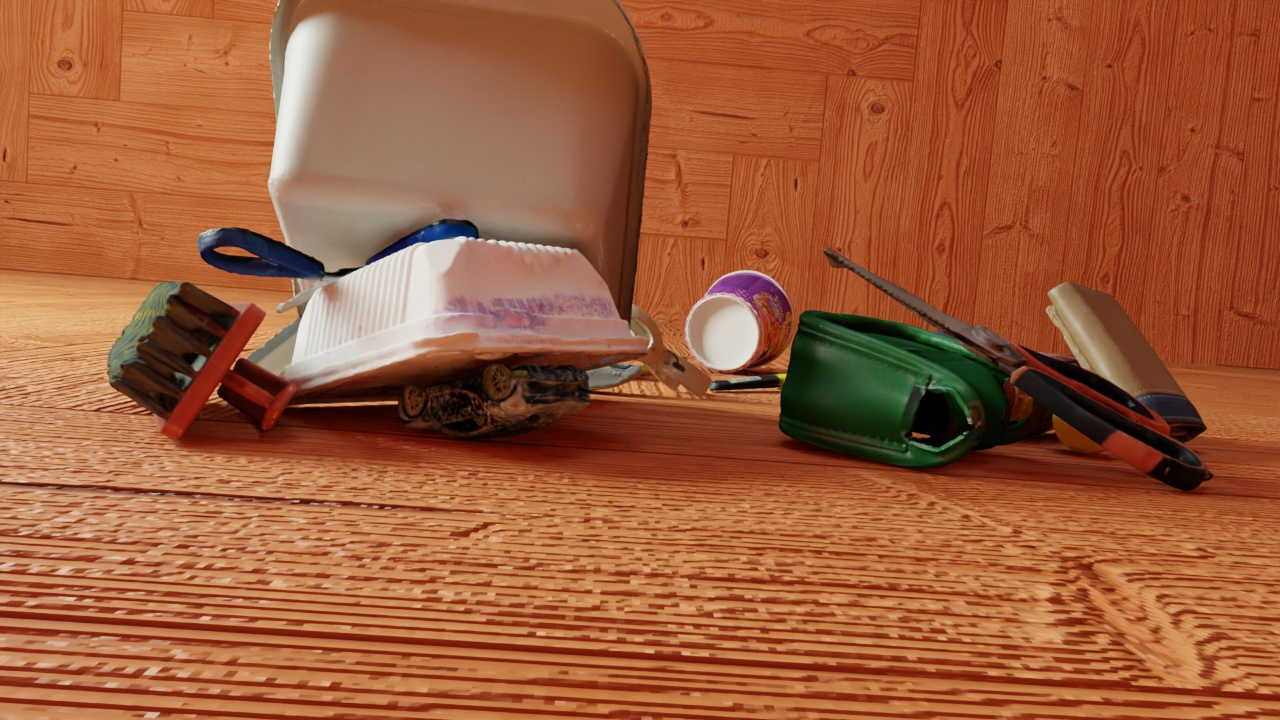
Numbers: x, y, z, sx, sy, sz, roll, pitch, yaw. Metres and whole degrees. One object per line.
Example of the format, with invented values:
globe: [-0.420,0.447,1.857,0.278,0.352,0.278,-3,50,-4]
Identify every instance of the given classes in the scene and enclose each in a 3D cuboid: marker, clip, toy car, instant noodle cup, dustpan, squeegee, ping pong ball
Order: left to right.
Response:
instant noodle cup: [-0.096,-0.017,0.471,0.174,0.060,0.137,-11,-7,44]
dustpan: [-0.101,-0.114,0.533,0.222,0.142,0.258,7,-16,-4]
squeegee: [-0.123,-0.003,0.679,0.246,0.039,0.246,11,23,0]
toy car: [-0.071,0.021,0.430,0.106,0.031,0.048,-10,-9,41]
clip: [0.007,-0.008,0.695,0.100,0.034,0.076,36,-13,-26]
instant noodle cup: [0.102,-0.036,0.984,0.112,0.111,0.099,6,14,19]
marker: [0.105,0.020,0.792,0.124,0.015,0.018,-3,7,-40]
ping pong ball: [0.270,0.036,0.553,0.040,0.040,0.040,5,4,-1]

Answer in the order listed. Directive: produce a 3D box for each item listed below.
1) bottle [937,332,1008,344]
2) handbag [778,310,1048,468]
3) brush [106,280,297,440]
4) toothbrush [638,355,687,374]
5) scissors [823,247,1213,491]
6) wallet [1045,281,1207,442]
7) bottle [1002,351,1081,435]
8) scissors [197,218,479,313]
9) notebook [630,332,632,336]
bottle: [0.284,0.006,0.831,0.065,0.065,0.219,1,7,-42]
handbag: [0.148,0.016,0.504,0.120,0.068,0.131,15,9,38]
brush: [-0.206,0.001,0.433,0.069,0.063,0.146,37,-15,-28]
toothbrush: [-0.005,0.005,0.846,0.016,0.016,0.189,6,4,31]
scissors: [0.193,-0.006,0.484,0.176,0.015,0.210,0,38,-43]
wallet: [0.325,0.003,0.618,0.090,0.115,0.033,5,-36,-40]
bottle: [0.275,0.022,0.629,0.174,0.057,0.058,2,5,-39]
scissors: [-0.154,-0.046,0.473,0.176,0.012,0.162,-13,-10,32]
notebook: [-0.110,-0.034,0.816,0.211,0.012,0.149,-1,26,-32]
